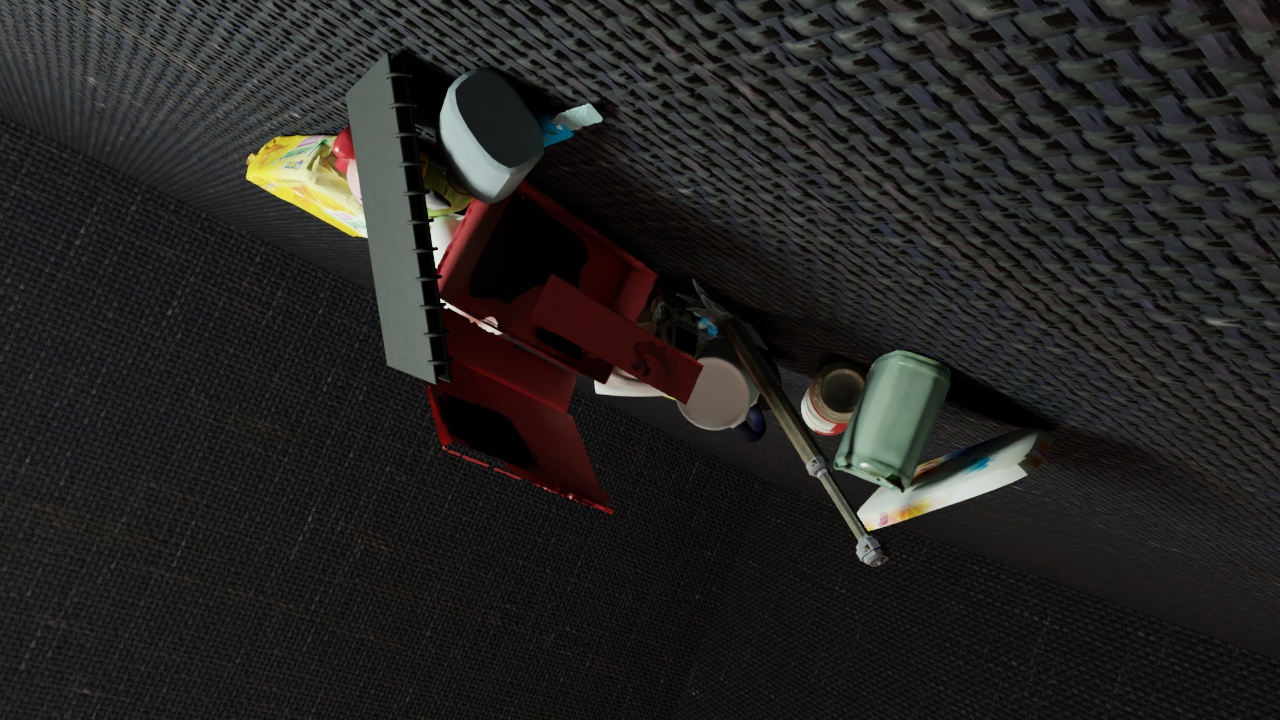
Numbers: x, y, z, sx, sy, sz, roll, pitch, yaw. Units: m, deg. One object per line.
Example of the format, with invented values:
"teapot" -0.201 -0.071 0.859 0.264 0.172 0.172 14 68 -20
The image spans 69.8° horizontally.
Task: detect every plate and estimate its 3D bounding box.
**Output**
"plate" 0.301 0.110 0.889 0.187 0.016 0.186 -27 175 30

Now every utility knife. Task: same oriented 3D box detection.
"utility knife" -0.075 -0.164 0.656 0.031 0.015 0.209 27 171 -27

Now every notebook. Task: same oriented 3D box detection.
"notebook" -0.189 -0.103 0.709 0.019 0.231 0.169 -11 -170 -26

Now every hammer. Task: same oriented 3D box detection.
"hammer" 0.146 0.061 0.871 0.147 0.028 0.316 28 -153 -48

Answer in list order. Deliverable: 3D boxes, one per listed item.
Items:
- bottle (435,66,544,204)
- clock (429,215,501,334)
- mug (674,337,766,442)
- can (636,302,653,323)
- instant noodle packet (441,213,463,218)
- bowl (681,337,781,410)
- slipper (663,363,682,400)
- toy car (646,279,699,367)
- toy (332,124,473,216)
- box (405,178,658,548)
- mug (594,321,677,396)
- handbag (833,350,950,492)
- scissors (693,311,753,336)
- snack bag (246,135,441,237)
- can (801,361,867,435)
"bottle" -0.116 -0.152 0.664 0.072 0.046 0.161 55 164 -9
"clock" -0.150 -0.090 0.932 0.073 0.125 0.160 -9 -178 31
"mug" 0.096 0.037 0.979 0.112 0.079 0.096 55 -158 -1
"can" -0.004 -0.049 1.064 0.068 0.067 0.105 19 172 33
"instant noodle packet" -0.144 -0.106 1.107 0.222 0.084 0.163 15 171 15
"bowl" 0.114 0.006 1.084 0.121 0.056 0.121 16 -160 -6
"slipper" 0.050 0.004 1.276 0.099 0.078 0.263 23 -170 8
"toy car" 0.037 -0.042 0.940 0.048 0.112 0.041 23 130 -28
"toy" -0.215 -0.173 0.856 0.131 0.096 0.124 43 163 -10
"box" -0.106 0.006 0.852 0.124 0.315 0.211 -8 154 38
"mug" -0.006 0.006 0.978 0.087 0.081 0.114 -4 -159 0
"handbag" 0.240 0.060 0.867 0.067 0.121 0.106 23 173 5
"scissors" 0.073 -0.048 1.060 0.090 0.014 0.141 23 175 -11
"snack bag" -0.334 -0.195 1.035 0.159 0.068 0.248 28 172 -41
"can" 0.222 0.046 1.046 0.067 0.067 0.170 22 173 9
